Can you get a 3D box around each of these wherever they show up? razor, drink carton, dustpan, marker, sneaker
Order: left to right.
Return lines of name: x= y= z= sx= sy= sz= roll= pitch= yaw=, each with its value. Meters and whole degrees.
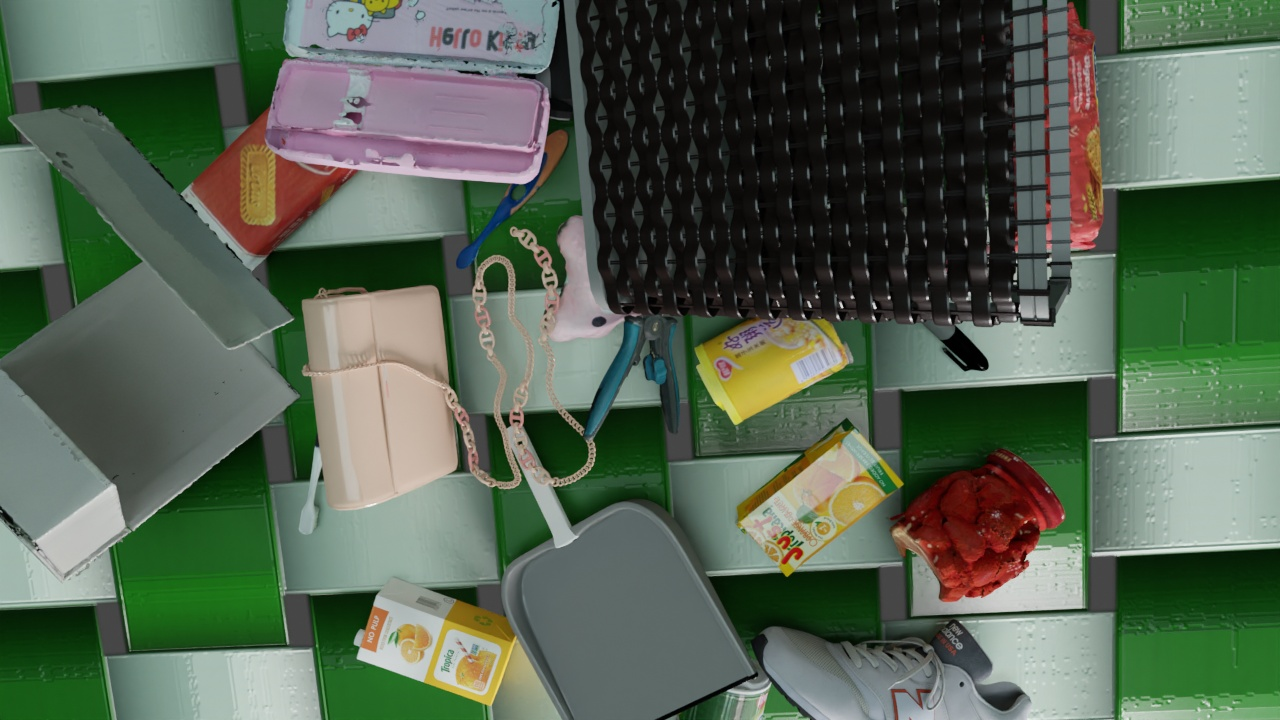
drink carton: x=-0.168 y=0.229 z=0.756 sx=0.122 sy=0.040 sz=0.058 roll=19 pitch=99 yaw=0
razor: x=-0.074 y=-0.252 z=0.678 sx=0.060 sy=0.057 sz=0.156 roll=-6 pitch=100 yaw=36
dustpan: x=-0.041 y=0.165 z=0.726 sx=0.163 sy=0.033 sz=0.257 roll=-32 pitch=76 yaw=18
drink carton: x=0.136 y=0.109 z=0.722 sx=0.122 sy=0.041 sz=0.058 roll=-41 pitch=94 yaw=8
sneaker: x=0.210 y=0.253 z=0.724 sx=0.239 sy=0.089 sz=0.124 roll=38 pitch=94 yaw=-11
marker: x=0.216 y=-0.035 z=0.701 sx=0.138 sy=0.016 sz=0.022 roll=39 pitch=117 yaw=-13

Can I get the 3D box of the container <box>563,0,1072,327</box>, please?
container: x=0.120 y=-0.151 z=0.555 sx=0.244 sy=0.246 sz=0.245 roll=0 pitch=99 yaw=28

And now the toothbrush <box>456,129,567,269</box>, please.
toothbrush: x=-0.100 y=-0.125 z=0.715 sx=0.021 sy=0.017 sz=0.135 roll=38 pitch=96 yaw=-7

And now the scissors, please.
scissors: x=-0.004 y=0.004 z=0.694 sx=0.117 sy=0.019 sz=0.148 roll=-30 pitch=122 yaw=-31

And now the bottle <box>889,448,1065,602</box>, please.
bottle: x=0.250 y=0.126 z=0.697 sx=0.111 sy=0.099 sz=0.099 roll=-38 pitch=95 yaw=-4

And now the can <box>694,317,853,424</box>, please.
can: x=0.099 y=-0.002 z=0.695 sx=0.105 sy=0.067 sz=0.067 roll=-28 pitch=96 yaw=6

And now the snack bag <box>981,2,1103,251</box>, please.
snack bag: x=0.285 y=-0.164 z=0.656 sx=0.082 sy=0.082 sz=0.176 roll=-7 pitch=98 yaw=4

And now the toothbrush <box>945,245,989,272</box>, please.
toothbrush: x=0.203 y=-0.066 z=0.707 sx=0.135 sy=0.016 sz=0.021 roll=-16 pitch=98 yaw=3

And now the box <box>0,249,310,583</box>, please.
box: x=-0.392 y=0.023 z=0.746 sx=0.165 sy=0.445 sz=0.167 roll=-40 pitch=94 yaw=18

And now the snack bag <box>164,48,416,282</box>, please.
snack bag: x=-0.260 y=-0.160 z=0.706 sx=0.225 sy=0.041 sz=0.077 roll=-40 pitch=92 yaw=9

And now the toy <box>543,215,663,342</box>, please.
toy: x=-0.022 y=-0.057 z=0.702 sx=0.096 sy=0.052 sz=0.099 roll=8 pitch=109 yaw=-11

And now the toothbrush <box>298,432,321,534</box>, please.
toothbrush: x=-0.257 y=0.052 z=0.750 sx=0.012 sy=0.017 sz=0.187 roll=12 pitch=97 yaw=-2

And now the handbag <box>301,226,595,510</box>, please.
handbag: x=-0.146 y=0.010 z=0.665 sx=0.187 sy=0.116 sz=0.199 roll=-2 pitch=98 yaw=21

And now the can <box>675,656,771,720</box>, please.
can: x=0.061 y=0.300 z=0.741 sx=0.067 sy=0.067 sz=0.121 roll=12 pitch=99 yaw=1

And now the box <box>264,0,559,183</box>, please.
box: x=-0.159 y=-0.206 z=0.652 sx=0.201 sy=0.041 sz=0.153 roll=7 pitch=82 yaw=7
